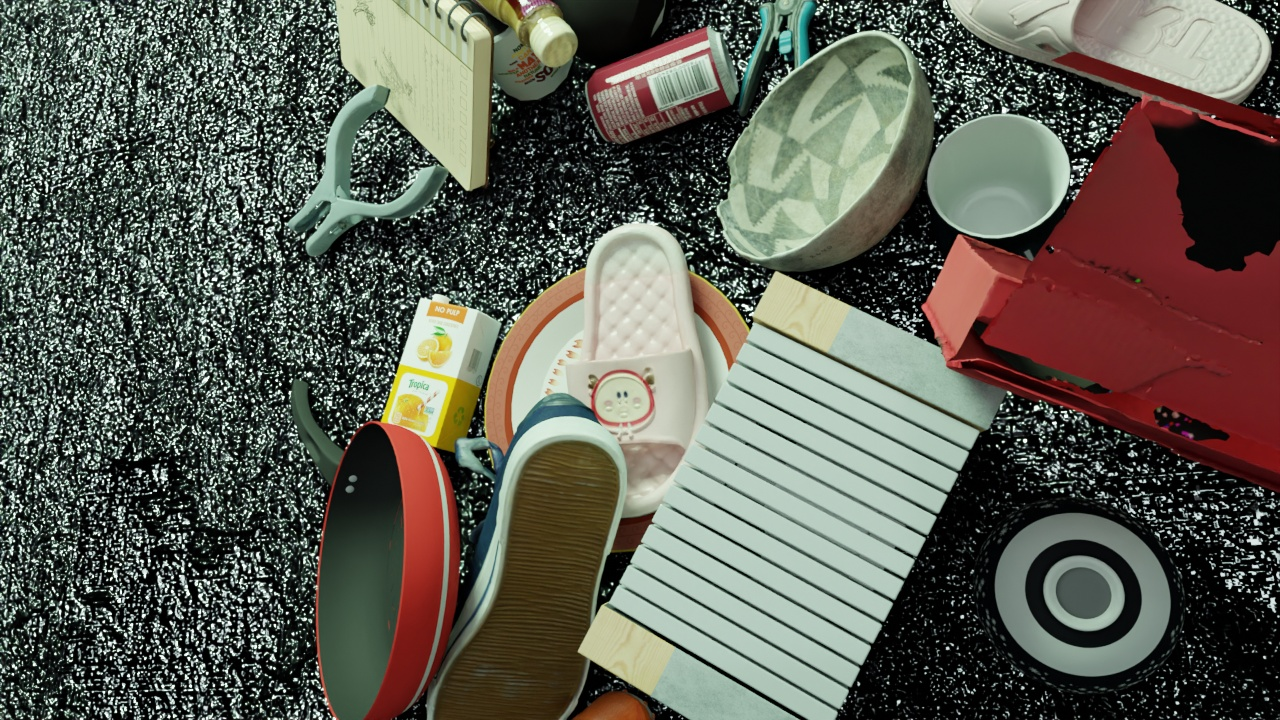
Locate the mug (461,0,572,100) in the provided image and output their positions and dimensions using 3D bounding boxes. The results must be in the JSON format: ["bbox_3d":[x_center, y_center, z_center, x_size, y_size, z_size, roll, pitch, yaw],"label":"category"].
[{"bbox_3d":[-0.124,-0.281,0.796,0.105,0.089,0.073,3,78,21],"label":"mug"}]

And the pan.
[{"bbox_3d":[-0.218,0.113,0.710,0.356,0.067,0.209,51,125,50],"label":"pan"}]

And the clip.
[{"bbox_3d":[-0.266,-0.188,0.837,0.174,0.030,0.158,-22,83,20],"label":"clip"}]

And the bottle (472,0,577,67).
[{"bbox_3d":[-0.103,-0.291,0.708,0.060,0.059,0.166,-38,68,8],"label":"bottle"}]

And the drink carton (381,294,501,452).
[{"bbox_3d":[-0.166,0.010,0.766,0.059,0.040,0.122,13,82,23],"label":"drink carton"}]

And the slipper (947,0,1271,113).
[{"bbox_3d":[0.316,-0.253,0.640,0.239,0.064,0.094,37,92,23],"label":"slipper"}]

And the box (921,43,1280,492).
[{"bbox_3d":[0.264,-0.001,0.423,0.211,0.318,0.121,21,86,5],"label":"box"}]

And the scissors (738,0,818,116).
[{"bbox_3d":[0.116,-0.257,0.739,0.123,0.019,0.148,-34,62,14],"label":"scissors"}]

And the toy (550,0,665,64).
[{"bbox_3d":[-0.030,-0.339,0.746,0.159,0.140,0.184,1,80,8],"label":"toy"}]

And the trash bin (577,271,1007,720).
[{"bbox_3d":[0.095,0.099,0.578,0.142,0.142,0.247,27,87,13],"label":"trash bin"}]

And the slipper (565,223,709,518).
[{"bbox_3d":[-0.004,0.004,0.673,0.107,0.055,0.221,-3,77,18],"label":"slipper"}]

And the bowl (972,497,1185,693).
[{"bbox_3d":[0.266,0.141,0.558,0.120,0.066,0.120,-5,75,19],"label":"bowl"}]

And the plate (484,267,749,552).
[{"bbox_3d":[-0.015,0.033,0.715,0.230,0.021,0.229,-5,75,19],"label":"plate"}]

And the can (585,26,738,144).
[{"bbox_3d":[0.018,-0.221,0.743,0.114,0.063,0.063,-16,72,16],"label":"can"}]

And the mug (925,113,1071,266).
[{"bbox_3d":[0.244,-0.089,0.609,0.085,0.094,0.121,-25,70,13],"label":"mug"}]

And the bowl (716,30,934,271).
[{"bbox_3d":[0.143,-0.134,0.652,0.179,0.081,0.178,-38,39,38],"label":"bowl"}]

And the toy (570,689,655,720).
[{"bbox_3d":[-0.015,0.331,0.611,0.164,0.093,0.172,-49,54,0],"label":"toy"}]

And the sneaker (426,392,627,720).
[{"bbox_3d":[-0.090,0.152,0.662,0.120,0.127,0.295,13,109,-14],"label":"sneaker"}]

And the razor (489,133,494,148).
[{"bbox_3d":[-0.181,-0.242,0.845,0.043,0.022,0.144,-47,66,5],"label":"razor"}]

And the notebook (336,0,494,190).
[{"bbox_3d":[-0.202,-0.273,0.794,0.024,0.168,0.225,-30,62,-31],"label":"notebook"}]
